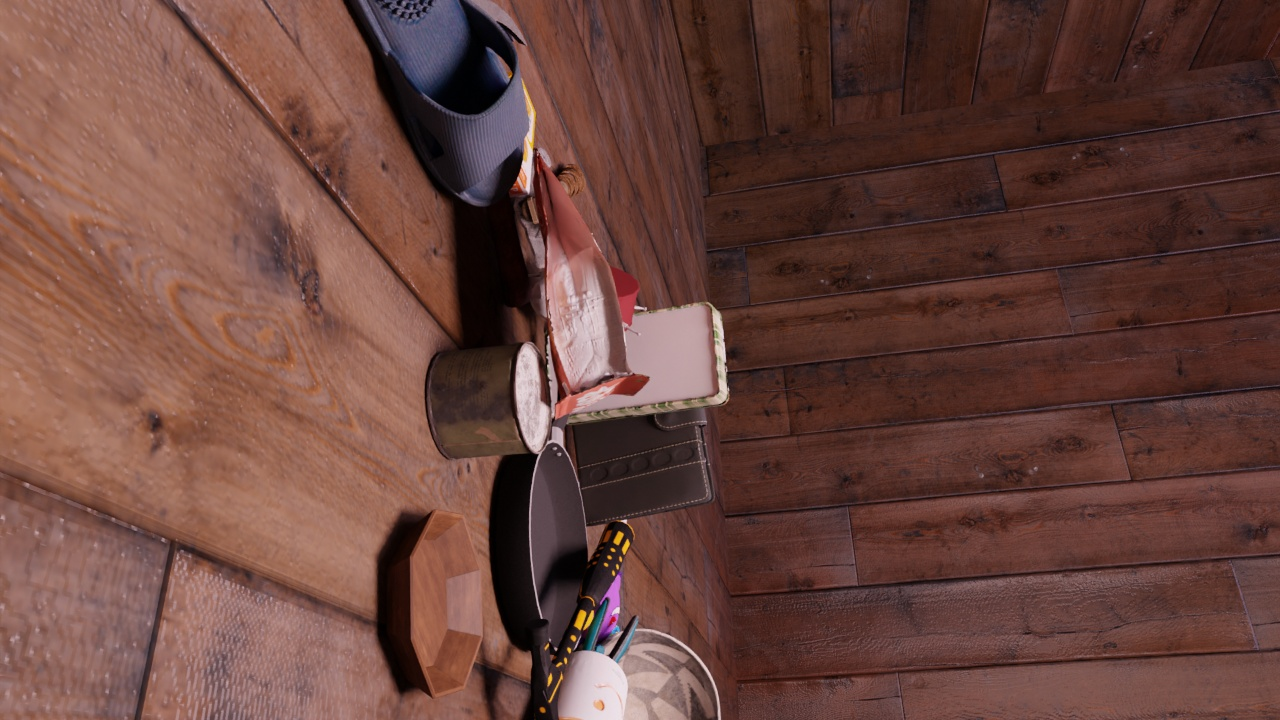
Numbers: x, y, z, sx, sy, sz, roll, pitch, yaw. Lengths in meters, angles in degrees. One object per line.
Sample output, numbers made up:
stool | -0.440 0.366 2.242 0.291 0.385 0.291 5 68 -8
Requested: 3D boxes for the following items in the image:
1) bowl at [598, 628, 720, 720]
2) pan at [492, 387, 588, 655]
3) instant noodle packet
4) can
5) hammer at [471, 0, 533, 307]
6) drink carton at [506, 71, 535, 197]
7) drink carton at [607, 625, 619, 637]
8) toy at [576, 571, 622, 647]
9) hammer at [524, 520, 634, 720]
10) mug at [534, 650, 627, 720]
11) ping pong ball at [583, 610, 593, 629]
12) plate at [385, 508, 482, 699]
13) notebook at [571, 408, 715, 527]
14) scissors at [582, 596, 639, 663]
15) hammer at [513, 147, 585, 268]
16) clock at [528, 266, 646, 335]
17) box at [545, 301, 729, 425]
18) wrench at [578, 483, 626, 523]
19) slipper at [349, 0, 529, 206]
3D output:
bowl | -0.004 0.395 1.014 0.081 0.178 0.178 135 -40 -53
pan | -0.094 0.113 0.924 0.204 0.044 0.355 66 20 -61
instant noodle packet | -0.070 -0.066 0.835 0.164 0.084 0.221 122 -49 -81
can | -0.120 0.033 0.737 0.089 0.075 0.090 -5 89 -79
hammer | -0.135 -0.175 0.829 0.110 0.028 0.301 -39 140 -32
drink carton | -0.136 -0.222 0.915 0.058 0.040 0.122 69 18 -56
drink carton | -0.040 0.379 1.076 0.044 0.039 0.128 41 43 -76
toy | -0.052 0.278 1.034 0.106 0.056 0.088 77 13 -66
hammer | -0.051 0.237 0.886 0.320 0.036 0.123 -53 138 -73
mug | -0.058 0.341 0.871 0.105 0.082 0.082 -71 152 -71
ping pong ball | -0.070 0.267 0.971 0.040 0.040 0.040 -6 89 -80
plate | -0.145 0.169 0.643 0.131 0.025 0.131 -6 89 -80
notebook | -0.004 0.076 1.065 0.029 0.170 0.209 21 56 -64
scissors | -0.050 0.317 0.966 0.019 0.126 0.144 -40 -120 59
hammer | -0.099 -0.200 1.096 0.318 0.049 0.121 -76 152 -72
clock | -0.061 -0.069 0.983 0.096 0.137 0.048 -77 178 -63
box | -0.006 0.006 1.036 0.050 0.206 0.117 30 52 -68
wrench | -0.056 0.184 1.185 0.273 0.018 0.066 48 37 -72
slipper | -0.135 -0.224 0.695 0.101 0.082 0.264 -50 143 -22
